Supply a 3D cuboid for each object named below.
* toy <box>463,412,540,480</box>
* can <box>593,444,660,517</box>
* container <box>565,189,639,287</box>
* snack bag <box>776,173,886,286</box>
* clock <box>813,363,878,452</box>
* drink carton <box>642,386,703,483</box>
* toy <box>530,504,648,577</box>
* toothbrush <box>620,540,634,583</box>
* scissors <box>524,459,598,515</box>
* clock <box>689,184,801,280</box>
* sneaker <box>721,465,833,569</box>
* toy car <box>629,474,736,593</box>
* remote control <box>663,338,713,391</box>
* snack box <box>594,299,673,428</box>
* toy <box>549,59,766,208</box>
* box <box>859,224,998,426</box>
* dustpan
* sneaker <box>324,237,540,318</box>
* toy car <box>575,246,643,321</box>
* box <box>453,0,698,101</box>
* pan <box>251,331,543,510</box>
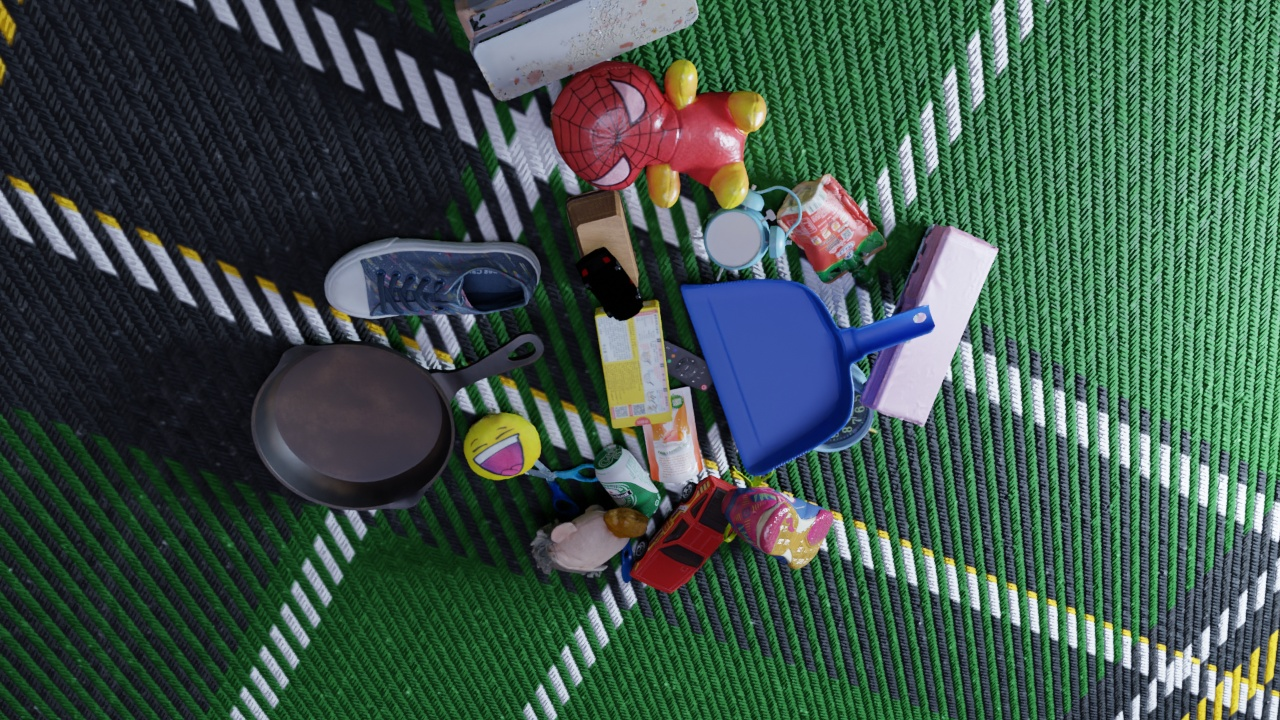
[{"bbox_3d":[-0.170,0.106,1.126,0.095,0.041,0.094,-29,116,9],"label":"toy"},{"bbox_3d":[-0.016,0.157,1.170,0.053,0.053,0.101,-29,119,8],"label":"can"},{"bbox_3d":[-0.039,-0.124,1.008,0.063,0.061,0.114,-14,119,0],"label":"container"},{"bbox_3d":[0.225,-0.139,1.054,0.087,0.044,0.155,-36,122,17],"label":"snack bag"},{"bbox_3d":[0.217,0.061,1.148,0.162,0.060,0.118,-11,121,1],"label":"clock"},{"bbox_3d":[0.037,0.092,1.157,0.069,0.038,0.122,-11,113,-3],"label":"drink carton"},{"bbox_3d":[-0.064,0.223,1.172,0.176,0.076,0.132,-29,149,30],"label":"toy"},{"bbox_3d":[-0.020,0.253,1.242,0.021,0.016,0.132,-21,124,-29],"label":"toothbrush"},{"bbox_3d":[-0.120,0.158,1.178,0.133,0.015,0.104,13,117,-13],"label":"scissors"},{"bbox_3d":[0.122,-0.147,1.020,0.123,0.041,0.087,-32,95,20],"label":"clock"},{"bbox_3d":[0.178,0.198,1.182,0.241,0.091,0.116,28,87,-58],"label":"sneaker"},{"bbox_3d":[0.065,0.234,1.223,0.081,0.056,0.190,30,111,-20],"label":"toy car"},{"bbox_3d":[0.039,-0.003,1.115,0.124,0.010,0.039,29,111,-21],"label":"remote control"},{"bbox_3d":[-0.006,0.006,1.089,0.075,0.025,0.152,-7,114,2],"label":"snack box"},{"bbox_3d":[0.013,-0.233,0.936,0.216,0.098,0.148,7,107,-13],"label":"toy"},{"bbox_3d":[0.340,-0.041,1.091,0.098,0.046,0.233,15,99,-28],"label":"box"},{"bbox_3d":[0.207,-0.012,1.058,0.258,0.059,0.245,-19,100,6],"label":"dustpan"},{"bbox_3d":[-0.225,-0.084,0.994,0.235,0.079,0.087,-5,119,-6],"label":"sneaker"},{"bbox_3d":[-0.031,-0.081,0.976,0.042,0.036,0.092,-29,128,10],"label":"toy car"},{"bbox_3d":[-0.065,-0.349,0.874,0.216,0.107,0.095,-21,156,4],"label":"box"},{"bbox_3d":[-0.276,0.046,1.077,0.356,0.043,0.249,-25,119,6],"label":"pan"}]
